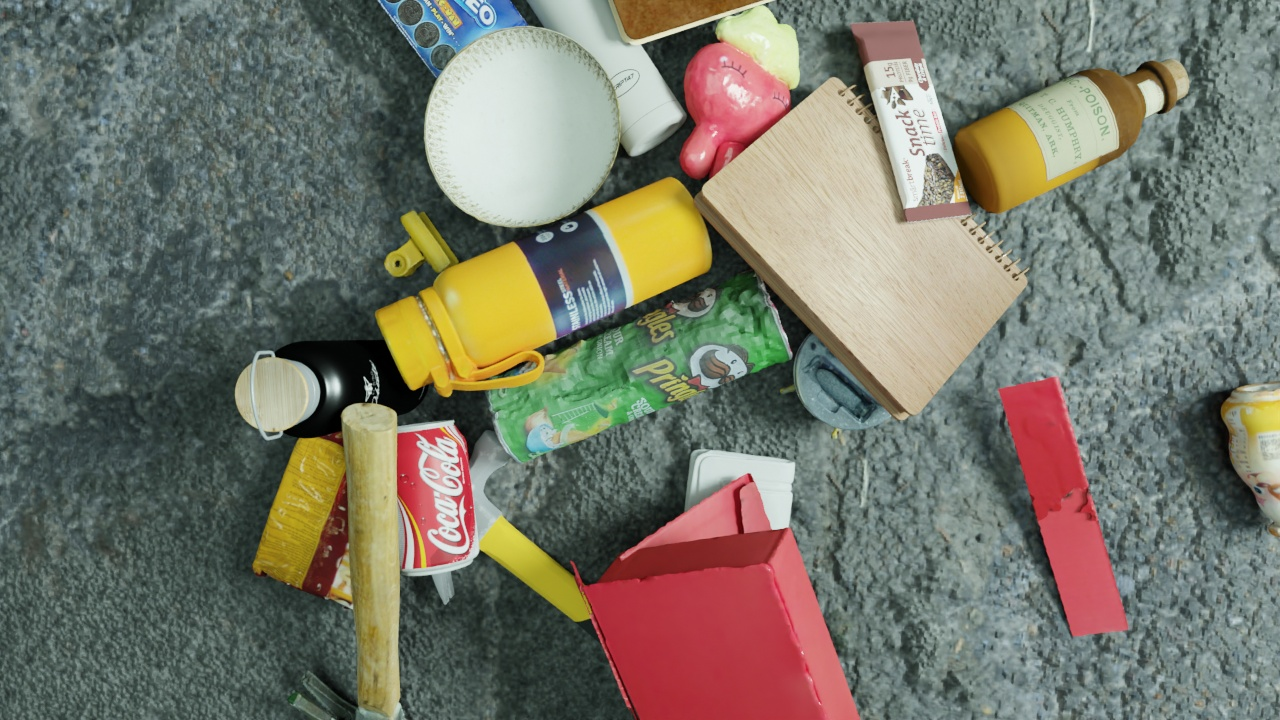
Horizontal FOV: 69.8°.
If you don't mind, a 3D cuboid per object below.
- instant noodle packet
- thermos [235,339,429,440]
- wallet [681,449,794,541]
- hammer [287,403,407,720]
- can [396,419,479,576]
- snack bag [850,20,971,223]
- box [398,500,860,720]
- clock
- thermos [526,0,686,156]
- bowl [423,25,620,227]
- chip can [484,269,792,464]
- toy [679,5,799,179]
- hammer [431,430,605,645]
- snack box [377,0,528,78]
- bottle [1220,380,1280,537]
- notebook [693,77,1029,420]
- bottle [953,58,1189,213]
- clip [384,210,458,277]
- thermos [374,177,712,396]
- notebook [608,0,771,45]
[{"bbox_3d":[-0.236,0.121,0.717,0.098,0.039,0.135,22,95,2],"label":"instant noodle packet"},{"bbox_3d":[-0.204,0.017,0.614,0.061,0.231,0.061,0,92,4],"label":"thermos"},{"bbox_3d":[0.073,0.128,0.700,0.086,0.032,0.116,2,92,1],"label":"wallet"},{"bbox_3d":[-0.187,0.169,0.642,0.132,0.033,0.331,14,123,7],"label":"hammer"},{"bbox_3d":[-0.155,0.099,0.668,0.064,0.064,0.105,-7,90,4],"label":"can"},{"bbox_3d":[0.197,-0.177,0.669,0.057,0.013,0.157,-9,79,-17],"label":"snack bag"},{"bbox_3d":[-0.050,0.231,0.735,0.512,0.140,0.215,-11,105,46],"label":"box"},{"bbox_3d":[0.163,-0.002,0.677,0.083,0.057,0.117,42,94,2],"label":"clock"},{"bbox_3d":[-0.048,-0.260,0.684,0.052,0.052,0.224,-33,89,4],"label":"thermos"},{"bbox_3d":[-0.080,-0.165,0.676,0.145,0.063,0.145,0,91,11],"label":"bowl"},{"bbox_3d":[-0.004,0.006,0.680,0.223,0.075,0.075,-22,90,5],"label":"chip can"},{"bbox_3d":[0.071,-0.190,0.671,0.091,0.045,0.135,27,89,-30],"label":"toy"},{"bbox_3d":[-0.031,0.201,0.713,0.323,0.029,0.127,38,94,1],"label":"hammer"},{"bbox_3d":[-0.146,-0.271,0.703,0.082,0.027,0.150,-38,90,5],"label":"snack box"},{"bbox_3d":[0.459,0.071,0.656,0.063,0.063,0.109,-12,92,4],"label":"bottle"},{"bbox_3d":[0.164,-0.087,0.655,0.210,0.022,0.168,47,66,1],"label":"notebook"},{"bbox_3d":[0.311,-0.168,0.656,0.157,0.068,0.068,-25,90,4],"label":"bottle"},{"bbox_3d":[-0.175,-0.084,0.711,0.049,0.044,0.054,-35,91,-21],"label":"clip"},{"bbox_3d":[-0.064,-0.048,0.645,0.232,0.076,0.091,-24,47,-12],"label":"thermos"},{"bbox_3d":[0.065,-0.339,0.666,0.225,0.024,0.167,-21,91,-9],"label":"notebook"}]
